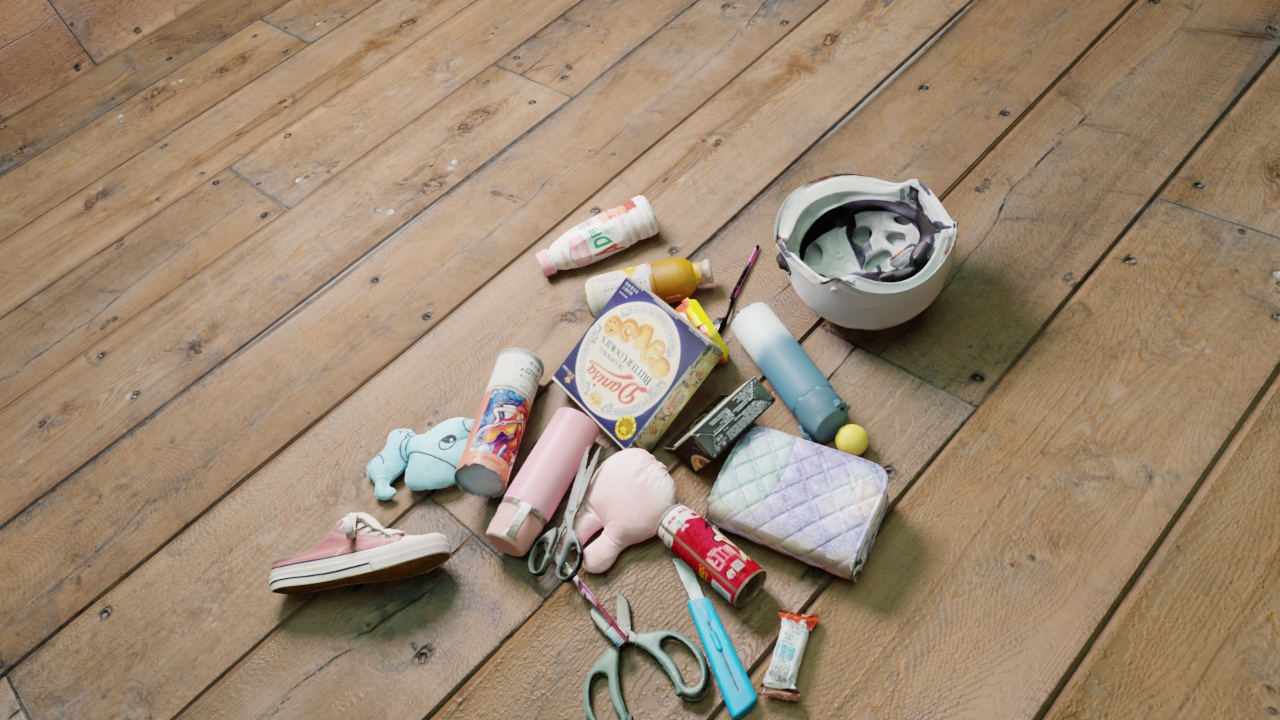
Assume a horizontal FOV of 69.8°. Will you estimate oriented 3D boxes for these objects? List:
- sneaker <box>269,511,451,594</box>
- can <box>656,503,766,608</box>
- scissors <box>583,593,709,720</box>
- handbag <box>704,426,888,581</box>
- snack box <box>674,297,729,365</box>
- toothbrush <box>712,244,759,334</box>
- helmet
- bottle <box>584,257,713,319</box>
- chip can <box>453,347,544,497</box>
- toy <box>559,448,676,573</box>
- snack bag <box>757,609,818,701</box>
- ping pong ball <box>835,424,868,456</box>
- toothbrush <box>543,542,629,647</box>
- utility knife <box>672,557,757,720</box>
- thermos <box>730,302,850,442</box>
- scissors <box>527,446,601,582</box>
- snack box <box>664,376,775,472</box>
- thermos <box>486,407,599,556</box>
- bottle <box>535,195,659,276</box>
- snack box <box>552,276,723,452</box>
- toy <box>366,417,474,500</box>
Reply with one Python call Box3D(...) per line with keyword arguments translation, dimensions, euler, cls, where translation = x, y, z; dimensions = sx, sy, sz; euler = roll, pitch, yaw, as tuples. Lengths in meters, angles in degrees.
Box3D(translation=(-0.354, 0.233, 1.151), dimensions=(0.241, 0.118, 0.087), euler=(-12, 69, 12), cls="sneaker")
Box3D(translation=(0.080, 0.225, 1.068), dimensions=(0.053, 0.053, 0.133), euler=(-40, 55, -19), cls="can")
Box3D(translation=(-0.018, 0.345, 1.019), dimensions=(0.175, 0.019, 0.175), euler=(31, 65, 34), cls="scissors")
Box3D(translation=(0.188, 0.166, 1.080), dimensions=(0.194, 0.076, 0.134), euler=(18, 62, 29), cls="handbag")
Box3D(translation=(0.068, -0.026, 1.274), dimensions=(0.080, 0.082, 0.091), euler=(-33, 49, 4), cls="snack box")
Box3D(translation=(0.142, -0.107, 1.361), dimensions=(0.018, 0.014, 0.188), euler=(4, 50, 33), cls="toothbrush")
Box3D(translation=(0.305, -0.136, 1.254), dimensions=(0.229, 0.146, 0.258), euler=(-28, 41, -11), cls="helmet")
Box3D(translation=(0.013, -0.110, 1.361), dimensions=(0.189, 0.068, 0.068), euler=(-14, 49, 3), cls="bottle")
Box3D(translation=(-0.188, 0.081, 1.235), dimensions=(0.071, 0.071, 0.214), euler=(-1, 44, 14), cls="chip can")
Box3D(translation=(-0.029, 0.184, 1.135), dimensions=(0.159, 0.054, 0.121), euler=(-45, 53, -7), cls="toy")
Box3D(translation=(0.160, 0.316, 0.991), dimensions=(0.048, 0.026, 0.104), euler=(2, 52, 25), cls="snack bag")
Box3D(translation=(0.262, 0.099, 1.137), dimensions=(0.040, 0.040, 0.040), euler=(-7, 49, 9), cls="ping pong ball")
Box3D(translation=(-0.070, 0.273, 1.085), dimensions=(0.017, 0.016, 0.187), euler=(-40, 46, -11), cls="toothbrush")
Box3D(translation=(0.078, 0.303, 1.031), dimensions=(0.034, 0.018, 0.204), euler=(-23, 47, -4), cls="utility knife")
Box3D(translation=(0.195, 0.014, 1.212), dimensions=(0.070, 0.070, 0.220), euler=(-25, 49, -6), cls="thermos")
Box3D(translation=(-0.092, 0.188, 1.132), dimensions=(0.151, 0.014, 0.170), euler=(-31, 50, 13), cls="scissors")
Box3D(translation=(0.099, 0.081, 1.161), dimensions=(0.113, 0.126, 0.053), euler=(-41, 84, -19), cls="snack box")
Box3D(translation=(-0.123, 0.150, 1.168), dimensions=(0.067, 0.087, 0.198), euler=(31, 58, 1), cls="thermos")
Box3D(translation=(-0.070, -0.192, 1.456), dimensions=(0.197, 0.068, 0.068), euler=(-26, 49, -3), cls="bottle")
Box3D(translation=(-0.007, 0.007, 1.232), dimensions=(0.178, 0.045, 0.182), euler=(42, 98, 37), cls="snack box")
Box3D(translation=(-0.292, 0.133, 1.251), dimensions=(0.156, 0.050, 0.161), euler=(26, 71, 30), cls="toy")
